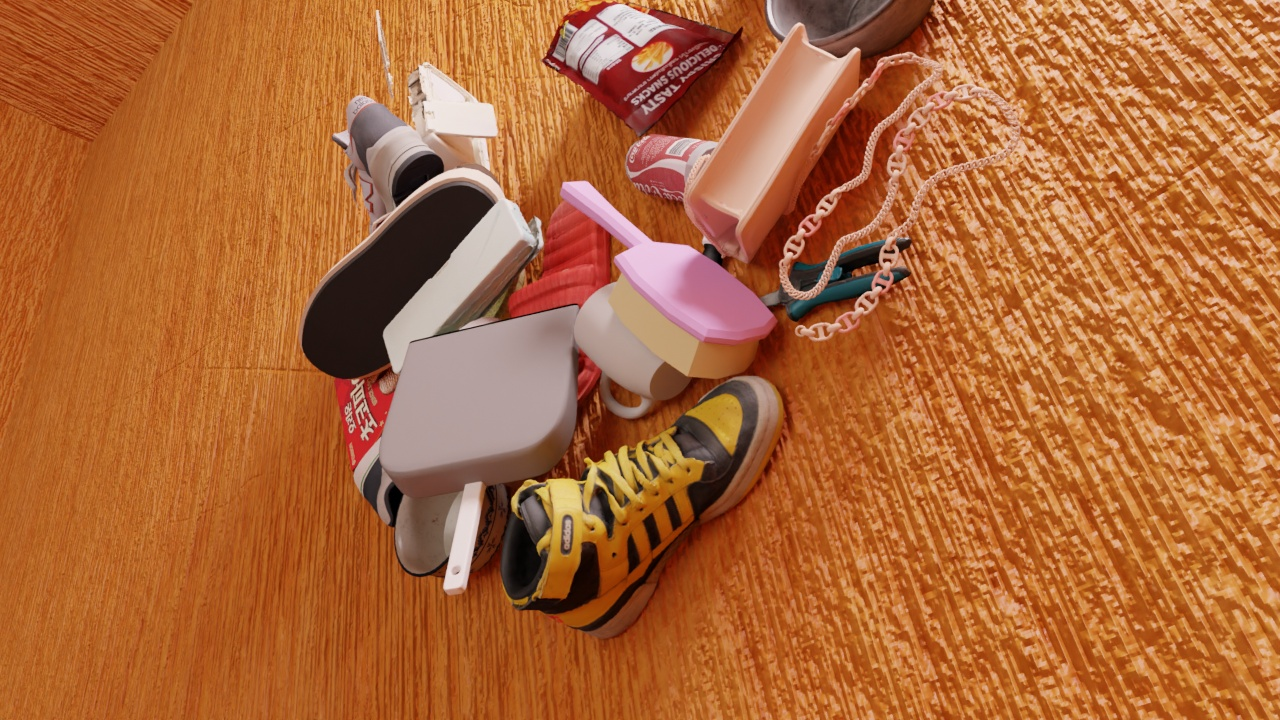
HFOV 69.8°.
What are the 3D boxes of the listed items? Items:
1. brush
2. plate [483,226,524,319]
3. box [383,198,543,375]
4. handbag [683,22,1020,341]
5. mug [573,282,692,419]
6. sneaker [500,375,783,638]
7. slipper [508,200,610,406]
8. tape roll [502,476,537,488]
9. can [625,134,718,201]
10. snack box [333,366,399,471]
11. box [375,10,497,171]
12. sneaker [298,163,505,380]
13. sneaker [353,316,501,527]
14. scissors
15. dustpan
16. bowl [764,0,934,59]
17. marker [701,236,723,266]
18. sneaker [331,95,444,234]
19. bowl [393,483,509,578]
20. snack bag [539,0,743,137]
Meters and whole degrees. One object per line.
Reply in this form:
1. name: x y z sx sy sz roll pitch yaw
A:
1. brush: 0.006 -0.069 0.715 0.228 0.089 0.043 44 130 34
2. plate: -0.170 -0.073 0.966 0.185 0.036 0.184 -24 54 36
3. box: -0.172 -0.063 0.886 0.199 0.072 0.085 -45 16 18
4. handbag: 0.138 -0.114 0.661 0.187 0.116 0.199 34 90 18
5. mug: -0.004 0.004 0.743 0.089 0.071 0.107 44 130 40
6. sneaker: -0.010 0.093 0.649 0.239 0.122 0.086 -54 43 11
7. slipper: -0.078 -0.059 0.849 0.104 0.059 0.248 -17 57 40
8. tape roll: -0.130 0.077 0.801 0.094 0.093 0.030 30 92 49
9. can: 0.032 -0.166 0.796 0.097 0.054 0.054 24 87 49
10. snack box: -0.281 0.031 1.024 0.133 0.035 0.152 -47 43 17
11. box: -0.235 -0.302 1.047 0.081 0.181 0.143 -32 54 24
12. sneaker: -0.253 -0.104 0.976 0.294 0.111 0.116 -44 22 23
13. sneaker: -0.188 0.065 0.885 0.236 0.084 0.079 -52 55 17
14. scissors: 0.133 -0.061 0.664 0.135 0.019 0.130 -52 35 11
15. dustpan: -0.131 0.065 0.727 0.163 0.033 0.257 -12 42 13
16. bowl: 0.173 -0.287 0.704 0.145 0.067 0.144 -23 54 36
17. marker: 0.070 -0.115 0.751 0.025 0.025 0.125 12 78 48
18. sneaker: -0.286 -0.212 1.029 0.088 0.124 0.240 -37 -2 -24
19. bowl: -0.164 0.143 0.827 0.116 0.059 0.115 -23 54 36
20. snack bag: -0.007 -0.299 0.889 0.138 0.067 0.208 -39 42 -8
